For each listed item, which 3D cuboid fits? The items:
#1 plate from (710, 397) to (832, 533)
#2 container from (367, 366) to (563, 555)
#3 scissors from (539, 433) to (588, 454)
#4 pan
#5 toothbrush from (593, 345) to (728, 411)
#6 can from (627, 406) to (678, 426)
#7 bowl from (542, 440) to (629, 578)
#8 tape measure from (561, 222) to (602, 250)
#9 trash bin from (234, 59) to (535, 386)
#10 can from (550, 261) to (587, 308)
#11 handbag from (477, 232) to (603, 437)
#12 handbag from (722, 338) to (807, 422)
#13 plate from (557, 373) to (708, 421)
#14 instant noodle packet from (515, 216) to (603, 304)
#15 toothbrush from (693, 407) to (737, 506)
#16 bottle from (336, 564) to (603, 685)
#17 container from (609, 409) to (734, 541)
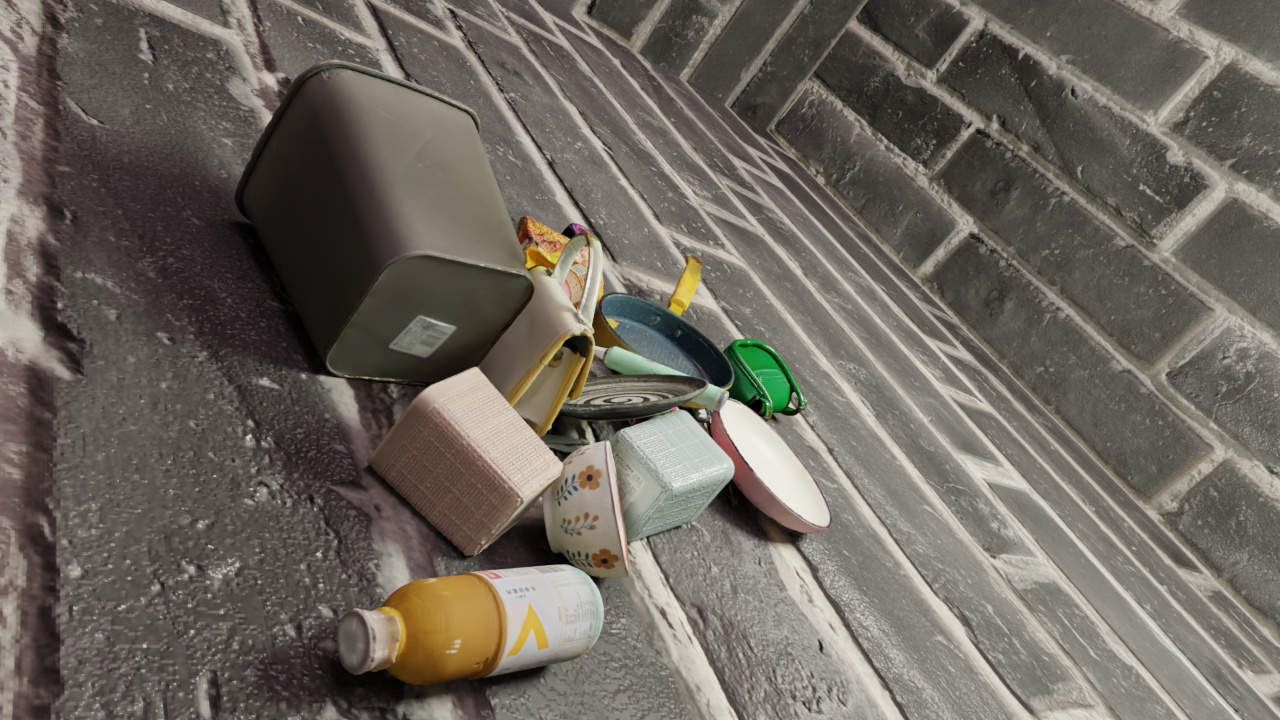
[{"bbox_3d":[0.145,0.128,1.071,0.192,0.039,0.192,41,18,-17],"label":"plate"},{"bbox_3d":[-0.133,0.081,0.717,0.111,0.090,0.090,45,23,6],"label":"container"},{"bbox_3d":[-0.103,0.079,0.859,0.172,0.012,0.132,31,22,-18],"label":"scissors"},{"bbox_3d":[0.045,-0.058,1.231,0.197,0.078,0.356,31,23,-6],"label":"pan"},{"bbox_3d":[-0.006,0.006,1.048,0.224,0.027,0.026,22,1,12],"label":"toothbrush"},{"bbox_3d":[0.033,0.085,0.993,0.053,0.053,0.132,8,37,-50],"label":"can"},{"bbox_3d":[-0.047,0.127,0.760,0.062,0.114,0.113,-10,33,-1],"label":"bowl"},{"bbox_3d":[-0.088,-0.165,1.305,0.058,0.039,0.057,44,23,1],"label":"tape measure"},{"bbox_3d":[-0.223,-0.109,0.827,0.198,0.199,0.219,7,45,-47],"label":"trash bin"},{"bbox_3d":[-0.106,-0.080,1.094,0.058,0.058,0.147,40,23,5],"label":"can"},{"bbox_3d":[-0.082,-0.033,0.870,0.063,0.179,0.163,30,14,-31],"label":"handbag"},{"bbox_3d":[0.162,0.032,1.264,0.120,0.068,0.131,49,25,22],"label":"handbag"},{"bbox_3d":[-0.020,0.039,0.929,0.179,0.024,0.179,-3,7,0],"label":"plate"},{"bbox_3d":[-0.105,-0.134,1.217,0.128,0.044,0.110,28,29,-23],"label":"instant noodle packet"},{"bbox_3d":[0.089,0.109,1.081,0.018,0.016,0.180,21,27,-22],"label":"toothbrush"},{"bbox_3d":[-0.106,0.173,0.602,0.189,0.068,0.068,9,36,-49],"label":"bottle"},{"bbox_3d":[0.014,0.110,0.875,0.090,0.090,0.111,47,27,21],"label":"container"}]
